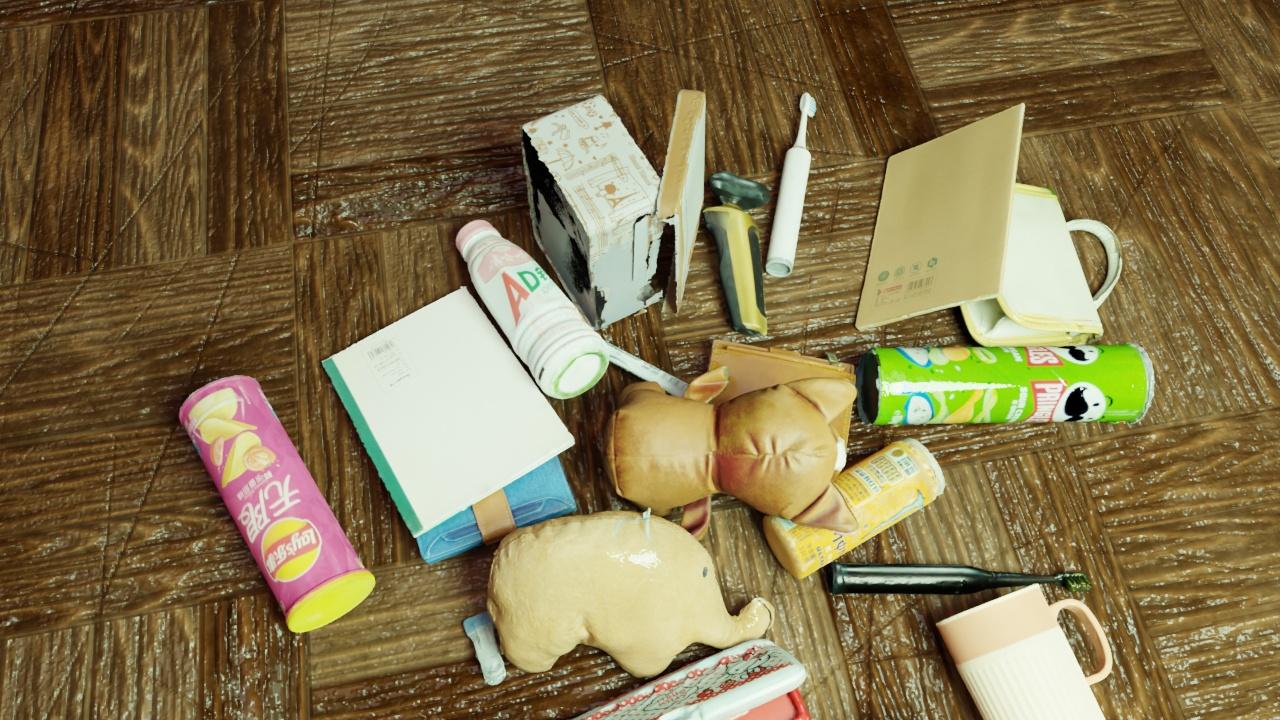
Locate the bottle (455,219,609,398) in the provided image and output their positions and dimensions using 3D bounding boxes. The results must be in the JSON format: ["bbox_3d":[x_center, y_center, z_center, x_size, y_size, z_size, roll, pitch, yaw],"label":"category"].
[{"bbox_3d":[-0.106,-0.053,0.825,0.068,0.068,0.197,-31,60,-15],"label":"bottle"}]

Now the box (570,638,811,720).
[{"bbox_3d":[0.027,0.270,0.661,0.201,0.099,0.095,-20,66,-10],"label":"box"}]

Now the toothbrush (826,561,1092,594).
[{"bbox_3d":[0.260,0.179,0.748,0.212,0.027,0.026,1,105,-1],"label":"toothbrush"}]

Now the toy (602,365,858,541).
[{"bbox_3d":[0.073,0.073,0.729,0.200,0.130,0.140,-5,90,24],"label":"toy"}]

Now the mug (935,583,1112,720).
[{"bbox_3d":[0.300,0.229,0.695,0.114,0.082,0.105,-17,68,-11],"label":"mug"}]

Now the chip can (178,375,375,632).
[{"bbox_3d":[-0.297,0.111,0.745,0.071,0.071,0.210,-32,69,-15],"label":"chip can"}]

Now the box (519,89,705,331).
[{"bbox_3d":[0.005,-0.137,0.808,0.168,0.182,0.150,-28,68,-14],"label":"box"}]

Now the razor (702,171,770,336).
[{"bbox_3d":[0.097,-0.101,0.865,0.068,0.062,0.167,-15,67,25],"label":"razor"}]

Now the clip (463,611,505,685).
[{"bbox_3d":[-0.122,0.225,0.722,0.024,0.028,0.056,-17,56,-11],"label":"clip"}]

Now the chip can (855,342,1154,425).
[{"bbox_3d":[0.313,0.022,0.800,0.236,0.072,0.072,-1,64,-1],"label":"chip can"}]

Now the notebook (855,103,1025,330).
[{"bbox_3d":[0.275,-0.131,0.845,0.008,0.148,0.207,33,61,-30],"label":"notebook"}]

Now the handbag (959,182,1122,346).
[{"bbox_3d":[0.381,-0.086,0.867,0.178,0.063,0.163,2,64,-17],"label":"handbag"}]

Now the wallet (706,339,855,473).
[{"bbox_3d":[0.121,0.033,0.810,0.131,0.035,0.118,11,67,4],"label":"wallet"}]

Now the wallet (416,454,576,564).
[{"bbox_3d":[-0.131,0.104,0.772,0.133,0.040,0.106,-19,62,-9],"label":"wallet"}]

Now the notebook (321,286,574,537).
[{"bbox_3d":[-0.172,0.035,0.794,0.150,0.012,0.209,-30,57,-14],"label":"notebook"}]

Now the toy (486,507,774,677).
[{"bbox_3d":[-0.004,0.179,0.701,0.226,0.144,0.082,3,27,-3],"label":"toy"}]

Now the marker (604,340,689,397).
[{"bbox_3d":[-0.005,0.005,0.818,0.146,0.017,0.016,28,67,23],"label":"marker"}]

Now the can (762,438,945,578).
[{"bbox_3d":[0.175,0.121,0.757,0.146,0.058,0.058,-27,68,-13],"label":"can"}]

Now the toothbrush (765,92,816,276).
[{"bbox_3d":[0.154,-0.183,0.919,0.026,0.027,0.220,29,60,-30],"label":"toothbrush"}]
